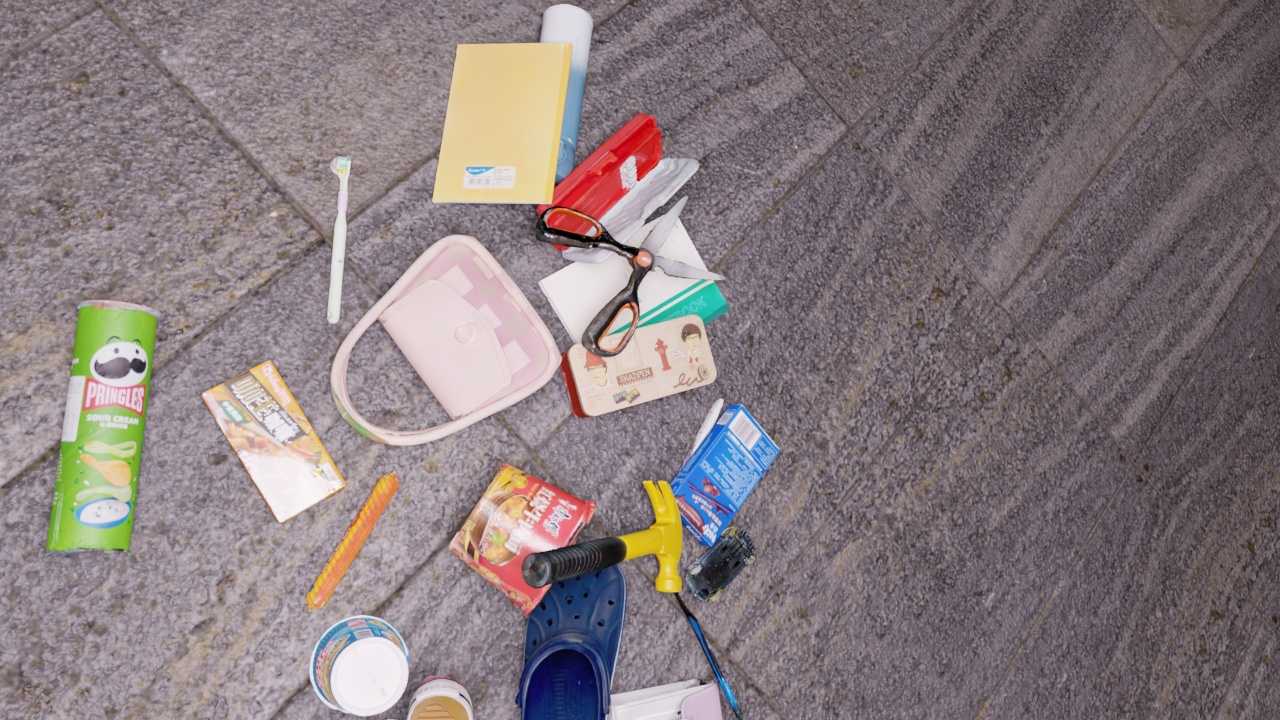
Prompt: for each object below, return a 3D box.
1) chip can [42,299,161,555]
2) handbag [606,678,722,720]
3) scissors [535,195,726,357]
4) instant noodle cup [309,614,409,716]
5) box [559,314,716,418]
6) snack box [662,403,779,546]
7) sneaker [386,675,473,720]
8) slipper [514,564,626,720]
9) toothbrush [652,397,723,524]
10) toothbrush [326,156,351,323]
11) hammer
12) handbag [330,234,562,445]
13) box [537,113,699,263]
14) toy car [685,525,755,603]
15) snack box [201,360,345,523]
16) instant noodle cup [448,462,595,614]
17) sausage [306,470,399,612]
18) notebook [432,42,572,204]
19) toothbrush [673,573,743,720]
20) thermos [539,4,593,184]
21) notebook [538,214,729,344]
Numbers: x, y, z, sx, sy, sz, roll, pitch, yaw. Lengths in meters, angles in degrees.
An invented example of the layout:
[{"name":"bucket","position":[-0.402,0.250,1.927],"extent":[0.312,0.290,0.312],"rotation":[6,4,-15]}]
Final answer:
[{"name":"chip can","position":[-0.508,0.064,0.868],"extent":[0.072,0.072,0.235],"rotation":[6,78,-21]},{"name":"handbag","position":[0.033,0.459,0.994],"extent":[0.144,0.099,0.197],"rotation":[-2,78,-31]},{"name":"scissors","position":[-0.014,-0.106,1.040],"extent":[0.233,0.022,0.220],"rotation":[18,74,-11]},{"name":"instant noodle cup","position":[-0.269,0.301,0.895],"extent":[0.099,0.110,0.099],"rotation":[5,76,-21]},{"name":"box","position":[-0.006,0.007,1.076],"extent":[0.168,0.078,0.091],"rotation":[-15,88,-19]},{"name":"snack box","position":[0.098,0.138,1.111],"extent":[0.084,0.026,0.156],"rotation":[49,65,-19]},{"name":"sneaker","position":[-0.206,0.419,0.911],"extent":[0.118,0.088,0.241],"rotation":[6,99,-9]},{"name":"slipper","position":[-0.078,0.316,0.945],"extent":[0.105,0.095,0.252],"rotation":[4,60,7]},{"name":"toothbrush","position":[0.062,0.126,1.116],"extent":[0.017,0.016,0.187],"rotation":[36,68,-20]},{"name":"toothbrush","position":[-0.333,-0.133,1.008],"extent":[0.020,0.029,0.189],"rotation":[18,69,-61]},{"name":"hammer","position":[-0.026,0.194,0.940],"extent":[0.300,0.033,0.128],"rotation":[7,81,-63]},{"name":"handbag","position":[-0.223,-0.006,0.999],"extent":[0.233,0.093,0.193],"rotation":[-37,93,-17]},{"name":"box","position":[-0.018,-0.198,1.102],"extent":[0.100,0.095,0.201],"rotation":[30,65,28]},{"name":"toy car","position":[0.094,0.243,1.095],"extent":[0.105,0.031,0.049],"rotation":[-40,96,-28]},{"name":"snack box","position":[-0.375,0.084,0.942],"extent":[0.075,0.026,0.153],"rotation":[-32,92,-25]},{"name":"instant noodle cup","position":[-0.129,0.182,0.970],"extent":[0.108,0.138,0.137],"rotation":[33,69,-3]},{"name":"sausage","position":[-0.298,0.186,0.954],"extent":[0.021,0.021,0.164],"rotation":[34,69,-13]},{"name":"notebook","position":[-0.161,-0.279,1.071],"extent":[0.146,0.010,0.206],"rotation":[2,76,11]},{"name":"toothbrush","position":[0.073,0.318,1.046],"extent":[0.016,0.014,0.189],"rotation":[-8,59,-37]},{"name":"thermos","position":[-0.099,-0.320,1.113],"extent":[0.070,0.070,0.220],"rotation":[11,74,-20]},{"name":"notebook","position":[-0.003,-0.079,1.135],"extent":[0.208,0.012,0.150],"rotation":[-32,93,-24]}]
